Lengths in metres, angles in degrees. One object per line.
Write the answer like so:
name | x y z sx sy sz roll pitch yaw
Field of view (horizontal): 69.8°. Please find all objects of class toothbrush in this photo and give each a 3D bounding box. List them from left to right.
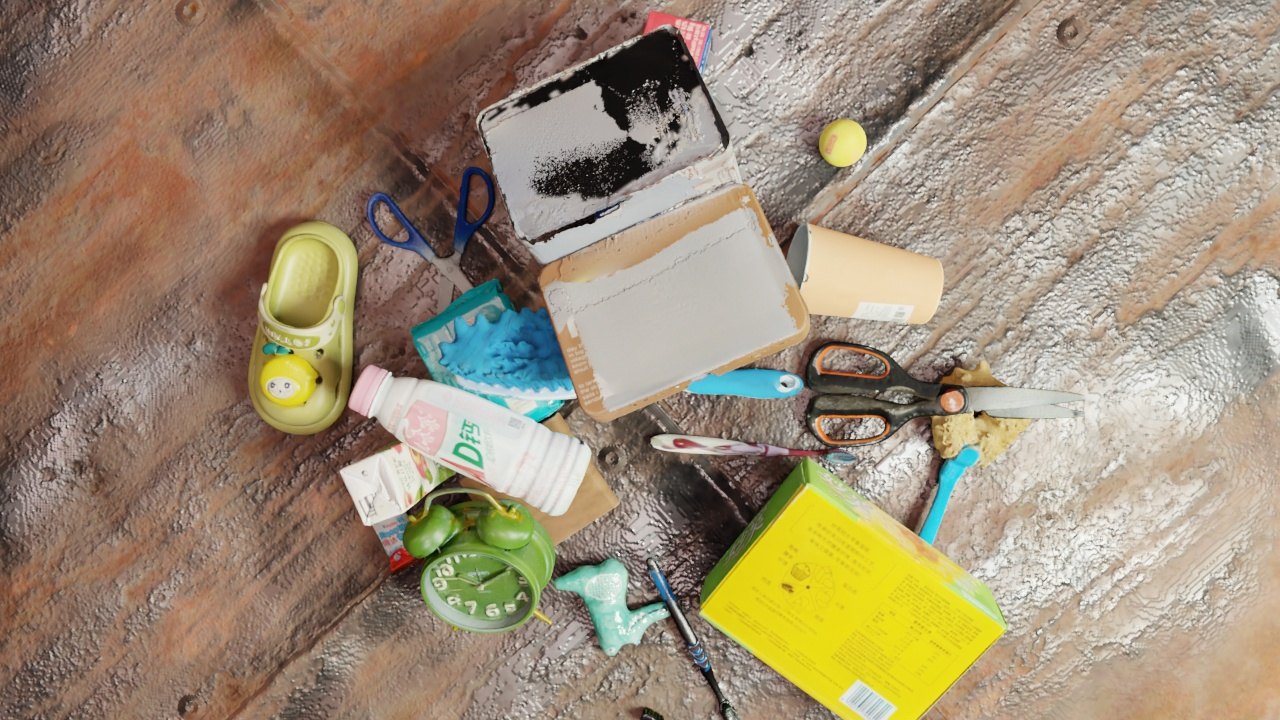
toothbrush | 0.050 0.261 0.836 0.014 0.016 0.189 -27 98 -8
toothbrush | 0.091 0.381 0.845 0.212 0.027 0.026 32 108 0
toothbrush | 0.102 0.081 0.829 0.187 0.017 0.016 5 93 0

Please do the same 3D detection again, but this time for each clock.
clock | -0.138 0.169 0.787 0.116 0.056 0.161 -7 122 9

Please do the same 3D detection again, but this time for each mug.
mug | 0.192 -0.070 0.792 0.123 0.078 0.078 10 94 -4

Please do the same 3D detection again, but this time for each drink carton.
drink carton | -0.205 0.095 0.783 0.045 0.122 0.053 -22 94 10

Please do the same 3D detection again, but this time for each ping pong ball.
ping pong ball | 0.176 -0.189 0.799 0.040 0.040 0.040 0 93 1

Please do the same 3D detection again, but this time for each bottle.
bottle | -0.141 0.061 0.758 0.197 0.068 0.068 26 93 -6

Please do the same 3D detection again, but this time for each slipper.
slipper | -0.301 -0.029 0.800 0.091 0.081 0.190 8 91 3

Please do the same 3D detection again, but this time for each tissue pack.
tissue pack | -0.135 0.005 0.810 0.093 0.050 0.133 -28 97 3

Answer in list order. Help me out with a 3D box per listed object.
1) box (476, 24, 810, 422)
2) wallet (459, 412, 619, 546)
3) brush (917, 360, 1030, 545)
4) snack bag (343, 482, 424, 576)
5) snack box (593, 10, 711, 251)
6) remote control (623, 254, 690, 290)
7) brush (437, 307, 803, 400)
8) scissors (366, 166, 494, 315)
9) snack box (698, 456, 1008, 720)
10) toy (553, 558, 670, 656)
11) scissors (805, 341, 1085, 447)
box | -0.001 -0.101 0.689 0.177 0.082 0.259 -23 69 6
wallet | -0.093 0.119 0.836 0.115 0.020 0.101 -35 91 6
brush | 0.268 0.122 0.818 0.083 0.046 0.255 21 99 -1
snack bag | -0.228 0.144 0.835 0.045 0.026 0.105 -28 91 6
snack box | 0.010 -0.188 0.795 0.058 0.057 0.207 15 94 3
remote control | 0.030 -0.067 0.779 0.134 0.019 0.056 -10 99 -40
brush | -0.004 0.004 0.766 0.314 0.110 0.060 0 69 -6
scissors | -0.175 -0.097 0.826 0.162 0.012 0.174 29 94 -5
snack box | 0.179 0.208 0.795 0.210 0.070 0.158 36 106 -1
toy | -0.022 0.223 0.836 0.096 0.030 0.092 -17 98 -5
scissors | 0.250 0.019 0.781 0.235 0.021 0.148 -22 83 23
